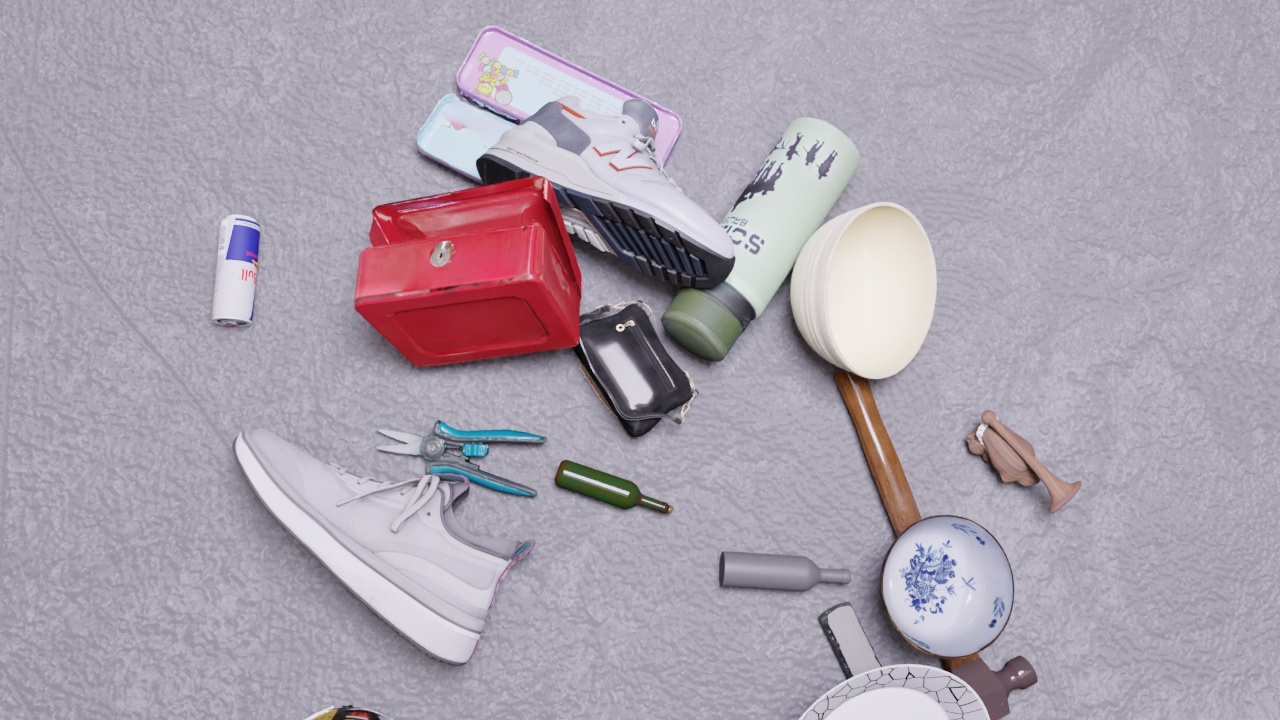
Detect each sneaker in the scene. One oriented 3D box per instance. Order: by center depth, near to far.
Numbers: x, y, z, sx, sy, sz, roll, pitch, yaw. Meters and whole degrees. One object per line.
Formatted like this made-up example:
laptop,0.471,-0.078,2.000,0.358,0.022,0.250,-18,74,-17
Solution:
sneaker,-0.212,0.124,0.755,0.263,0.097,0.128,38,67,4
sneaker,-0.011,-0.161,0.779,0.240,0.089,0.124,24,66,13

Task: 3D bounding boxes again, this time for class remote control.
remote control,0.197,0.276,0.793,0.033,0.013,0.136,-24,84,-7

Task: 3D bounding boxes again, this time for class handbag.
handbag,-0.005,0.005,0.807,0.079,0.054,0.128,-31,81,-13

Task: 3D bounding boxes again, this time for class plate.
plate,0.197,0.328,0.753,0.188,0.016,0.189,-3,106,-10

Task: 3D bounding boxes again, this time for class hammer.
hammer,0.240,0.159,0.809,0.115,0.033,0.323,-18,81,-9

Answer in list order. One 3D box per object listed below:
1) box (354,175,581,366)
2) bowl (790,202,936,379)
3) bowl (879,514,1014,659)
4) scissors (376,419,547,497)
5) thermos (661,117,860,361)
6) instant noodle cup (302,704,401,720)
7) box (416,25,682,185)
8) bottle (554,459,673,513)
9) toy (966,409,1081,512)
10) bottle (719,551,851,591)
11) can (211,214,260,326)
box,-0.134,-0.059,0.747,0.157,0.134,0.110,-10,53,8
bowl,0.185,-0.062,0.808,0.150,0.075,0.151,-6,100,-38
bowl,0.246,0.187,0.764,0.114,0.045,0.114,2,77,-7
scissors,-0.149,0.080,0.798,0.148,0.019,0.123,-29,87,-3
thermos,0.105,-0.105,0.821,0.082,0.082,0.231,34,77,2
instant noodle cup,-0.233,0.342,0.697,0.137,0.112,0.137,1,80,-5
box,-0.083,-0.207,0.848,0.214,0.035,0.150,26,72,1
bottle,-0.022,0.114,0.799,0.106,0.025,0.025,19,79,-1
toy,0.334,0.087,0.815,0.041,0.055,0.102,-40,82,-14
bottle,0.126,0.184,0.795,0.113,0.030,0.030,5,79,-4
can,-0.354,-0.078,0.804,0.032,0.032,0.095,1,80,-4
